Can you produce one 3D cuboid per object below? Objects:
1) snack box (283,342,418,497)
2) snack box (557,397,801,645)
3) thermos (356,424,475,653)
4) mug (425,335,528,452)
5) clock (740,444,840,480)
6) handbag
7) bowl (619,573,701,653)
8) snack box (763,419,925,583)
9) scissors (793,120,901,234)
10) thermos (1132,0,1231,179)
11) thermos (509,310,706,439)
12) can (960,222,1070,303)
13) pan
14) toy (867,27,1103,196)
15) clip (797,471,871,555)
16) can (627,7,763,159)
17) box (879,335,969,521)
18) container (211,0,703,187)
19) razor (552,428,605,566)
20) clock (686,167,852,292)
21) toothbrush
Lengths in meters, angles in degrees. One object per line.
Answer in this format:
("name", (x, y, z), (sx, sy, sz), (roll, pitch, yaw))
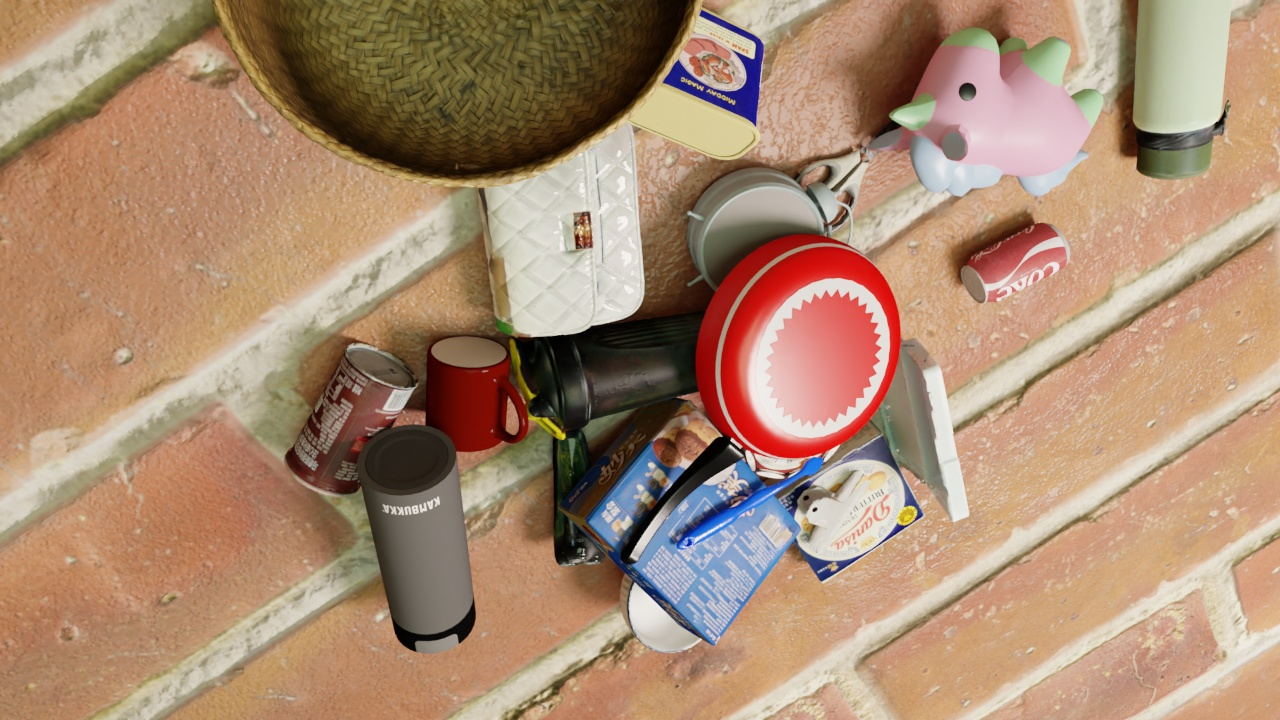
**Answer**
("snack box", (-0.256, 0.053, 0.815), (0.072, 0.072, 0.121), (26, 105, -26))
("snack box", (0.044, 0.158, 0.917), (0.154, 0.069, 0.203), (-49, 115, -16))
("thermos", (-0.202, 0.173, 0.850), (0.082, 0.082, 0.241), (-8, 132, -13))
("mug", (-0.143, 0.034, 0.823), (0.073, 0.106, 0.083), (-29, 132, -52))
("clock", (0.151, 0.047, 0.934), (0.114, 0.065, 0.155), (-6, 132, -14))
("handbag", (-0.067, -0.120, 0.784), (0.138, 0.072, 0.195), (-11, 118, -11))
("bowl", (0.025, 0.248, 0.990), (0.118, 0.062, 0.118), (-2, 95, -28))
("snack box", (0.227, 0.157, 1.027), (0.144, 0.042, 0.145), (-34, 119, 2))
("scissors", (0.217, -0.186, 0.872), (0.171, 0.012, 0.121), (-23, 120, -7))
("thermos", (0.516, -0.288, 0.870), (0.082, 0.082, 0.232), (-18, 119, -8))
("thermos", (-0.005, 0.005, 0.855), (0.220, 0.098, 0.098), (-11, 118, -16))
("can", (0.383, -0.099, 0.940), (0.096, 0.054, 0.054), (-27, 120, -3))
("pan", (0.104, 0.050, 0.832), (0.209, 0.067, 0.356), (39, 85, -30))
("toy", (0.327, -0.209, 0.839), (0.222, 0.120, 0.171), (34, 89, -31))
("clip", (0.200, 0.162, 0.974), (0.058, 0.050, 0.102), (17, 110, -34))
("can", (0.044, -0.231, 0.747), (0.116, 0.057, 0.092), (16, 69, -23))
("box", (0.282, 0.057, 0.940), (0.041, 0.134, 0.197), (-22, 120, -2))
("container", (-0.112, -0.266, 0.599), (0.307, 0.196, 0.307), (-1, 99, -9))
("razor", (-0.065, 0.139, 0.919), (0.054, 0.067, 0.151), (-4, 110, -1))
("clock", (0.120, -0.114, 0.850), (0.159, 0.045, 0.123), (-6, 121, -6))
("toothbrush", (0.109, 0.139, 0.903), (0.182, 0.018, 0.016), (-27, 100, -22))
